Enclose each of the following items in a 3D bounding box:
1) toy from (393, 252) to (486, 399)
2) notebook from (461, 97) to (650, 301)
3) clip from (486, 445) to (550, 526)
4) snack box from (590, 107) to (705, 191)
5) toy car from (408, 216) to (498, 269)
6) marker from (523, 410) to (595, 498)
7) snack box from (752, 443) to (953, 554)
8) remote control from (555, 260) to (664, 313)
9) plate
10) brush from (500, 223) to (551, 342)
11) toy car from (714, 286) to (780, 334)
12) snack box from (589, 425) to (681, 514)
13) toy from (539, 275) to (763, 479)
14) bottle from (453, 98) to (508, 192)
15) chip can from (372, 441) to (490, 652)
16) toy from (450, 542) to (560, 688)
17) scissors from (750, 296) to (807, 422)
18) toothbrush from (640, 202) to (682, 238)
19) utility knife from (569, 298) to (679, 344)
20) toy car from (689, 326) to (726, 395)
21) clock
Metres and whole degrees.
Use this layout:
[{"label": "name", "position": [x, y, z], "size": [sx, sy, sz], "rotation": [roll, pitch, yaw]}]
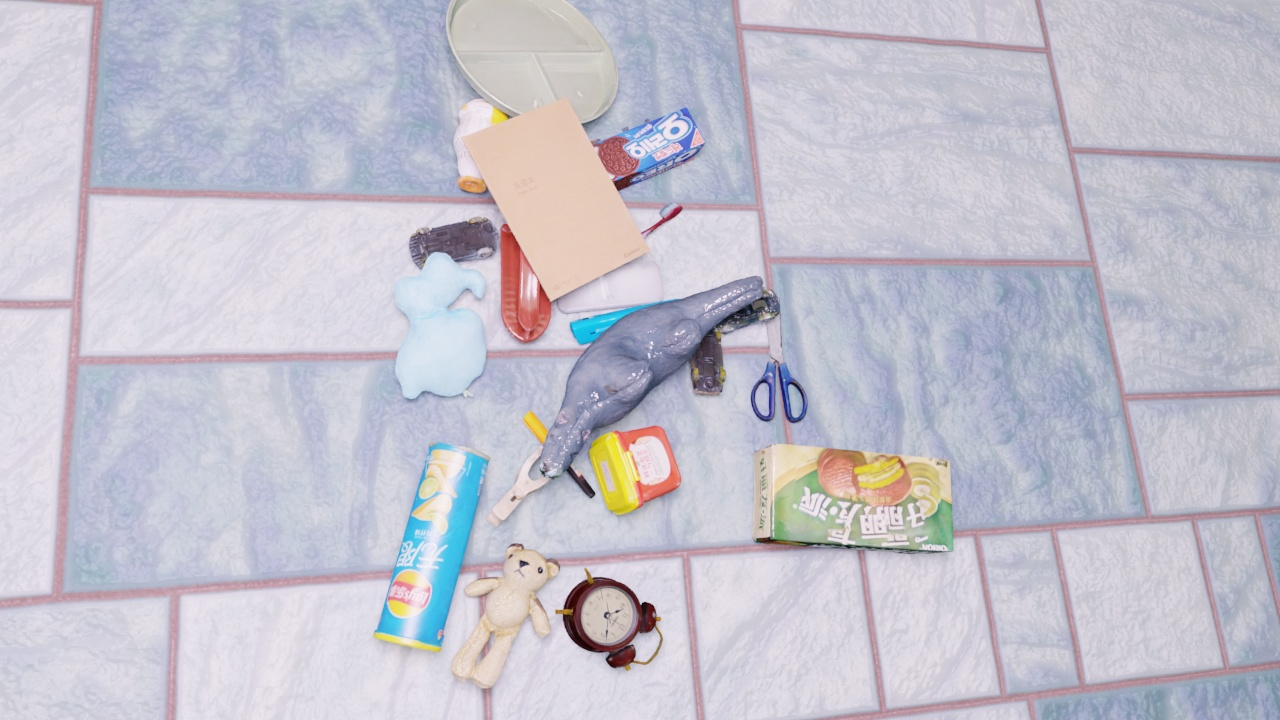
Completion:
[{"label": "toy", "position": [-0.226, -0.032, 1.049], "size": [0.161, 0.050, 0.156], "rotation": [-42, 97, -22]}, {"label": "notebook", "position": [-0.096, -0.191, 1.075], "size": [0.149, 0.012, 0.211], "rotation": [-30, 93, -29]}, {"label": "clip", "position": [-0.133, 0.144, 1.032], "size": [0.034, 0.070, 0.099], "rotation": [41, 63, -2]}, {"label": "snack box", "position": [-0.020, -0.254, 1.159], "size": [0.207, 0.057, 0.058], "rotation": [-27, 86, -20]}, {"label": "toy car", "position": [-0.221, -0.138, 1.090], "size": [0.105, 0.031, 0.049], "rotation": [-14, 83, -13]}, {"label": "marker", "position": [-0.094, 0.110, 1.063], "size": [0.015, 0.018, 0.124], "rotation": [-40, 88, 19]}, {"label": "snack box", "position": [0.257, 0.169, 1.109], "size": [0.240, 0.063, 0.114], "rotation": [7, 75, -13]}, {"label": "remote control", "position": [-0.039, -0.091, 1.129], "size": [0.136, 0.020, 0.056], "rotation": [-8, 77, -16]}, {"label": "plate", "position": [-0.135, -0.383, 1.149], "size": [0.230, 0.028, 0.229], "rotation": [15, 57, -24]}, {"label": "brush", "position": [-0.134, -0.092, 1.079], "size": [0.063, 0.069, 0.145], "rotation": [2, 75, -13]}, {"label": "toy car", "position": [0.130, -0.061, 1.156], "size": [0.090, 0.034, 0.043], "rotation": [-18, 80, -4]}, {"label": "snack box", "position": [-0.004, 0.122, 1.050], "size": [0.080, 0.082, 0.091], "rotation": [-14, 80, -28]}, {"label": "toy", "position": [-0.006, 0.006, 1.048], "size": [0.355, 0.138, 0.091], "rotation": [-42, 117, -27]}, {"label": "bottle", "position": [-0.196, -0.259, 1.112], "size": [0.063, 0.063, 0.108], "rotation": [10, 72, -11]}, {"label": "chip can", "position": [-0.219, 0.197, 0.978], "size": [0.071, 0.071, 0.210], "rotation": [16, 72, -10]}, {"label": "toy", "position": [-0.147, 0.271, 0.979], "size": [0.105, 0.066, 0.157], "rotation": [22, 62, 11]}, {"label": "scissors", "position": [0.182, -0.001, 1.165], "size": [0.126, 0.012, 0.173], "rotation": [29, 69, -3]}, {"label": "toothbrush", "position": [-0.014, -0.149, 1.140], "size": [0.017, 0.016, 0.187], "rotation": [39, 59, 21]}, {"label": "utility knife", "position": [-0.009, -0.051, 1.121], "size": [0.160, 0.034, 0.018], "rotation": [-15, 38, -19]}, {"label": "toy car", "position": [0.078, -0.001, 1.126], "size": [0.042, 0.035, 0.090], "rotation": [2, 69, -15]}, {"label": "clock", "position": [-0.030, 0.287, 1.009], "size": [0.122, 0.055, 0.082], "rotation": [38, 69, -4]}]
